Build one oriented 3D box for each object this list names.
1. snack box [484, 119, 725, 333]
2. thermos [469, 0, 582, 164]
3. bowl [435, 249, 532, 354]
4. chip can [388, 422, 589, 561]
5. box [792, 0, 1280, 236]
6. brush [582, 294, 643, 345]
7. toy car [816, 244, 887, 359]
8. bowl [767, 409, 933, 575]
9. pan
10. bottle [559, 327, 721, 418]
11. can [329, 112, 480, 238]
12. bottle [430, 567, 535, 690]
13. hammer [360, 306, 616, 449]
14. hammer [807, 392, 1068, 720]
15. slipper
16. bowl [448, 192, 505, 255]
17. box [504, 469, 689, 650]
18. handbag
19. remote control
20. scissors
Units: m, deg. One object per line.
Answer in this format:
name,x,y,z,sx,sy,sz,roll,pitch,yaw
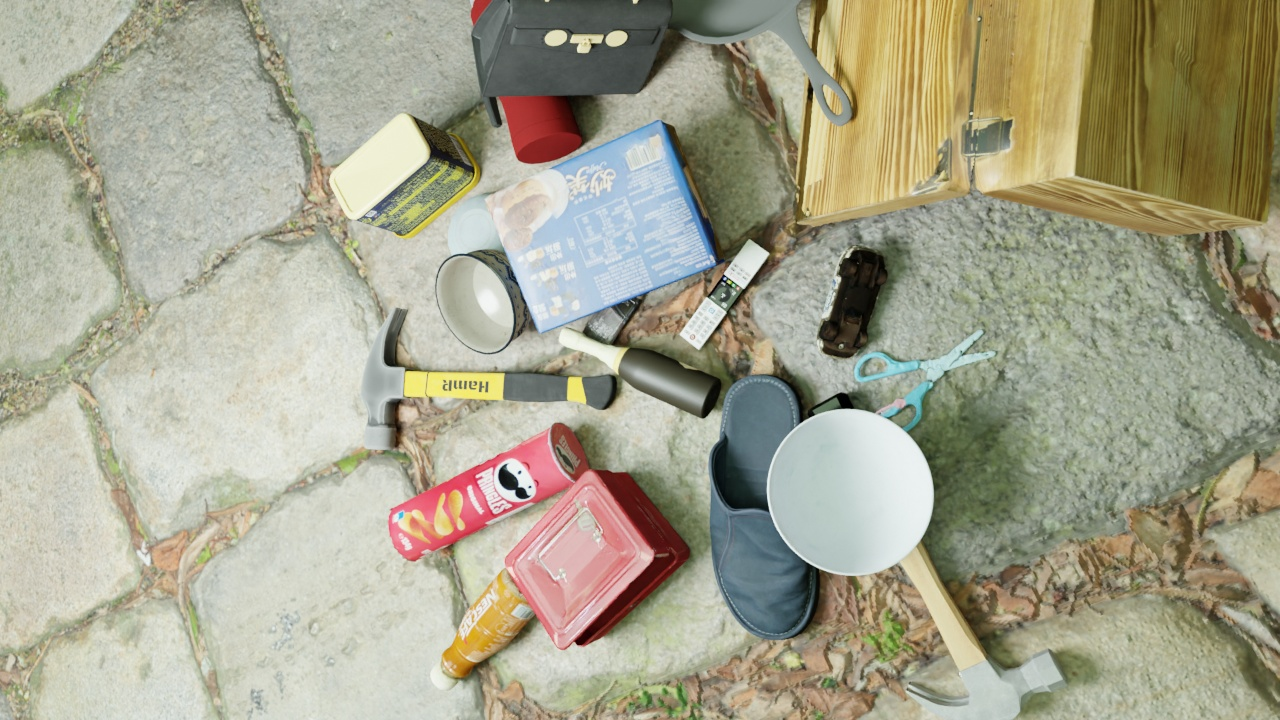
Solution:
snack box,-0.036,-0.136,0.952,0.203,0.069,0.155,-21,96,16
thermos,-0.138,-0.324,1.032,0.108,0.083,0.198,-22,81,36
bowl,-0.164,-0.071,1.013,0.116,0.059,0.116,17,122,29
chip can,-0.173,0.149,1.022,0.233,0.073,0.073,-27,77,19
box,0.324,-0.260,0.827,0.337,0.285,0.279,7,90,64
brush,-0.015,-0.074,1.003,0.039,0.012,0.151,38,101,17
toy car,0.204,-0.057,0.901,0.048,0.040,0.113,13,99,-18
bowl,0.183,0.120,0.834,0.144,0.074,0.144,0,80,1
pan,0.132,-0.362,0.920,0.217,0.024,0.354,-35,61,24
bottle,-0.006,0.006,0.974,0.185,0.045,0.045,23,95,19
can,-0.273,-0.212,1.063,0.135,0.104,0.075,-35,75,16
bottle,-0.175,0.302,1.020,0.059,0.059,0.167,45,106,18
hammer,-0.180,0.025,1.056,0.325,0.034,0.169,2,86,20
hammer,0.257,0.182,0.870,0.131,0.039,0.328,-32,76,18
slipper,0.115,0.146,0.903,0.109,0.083,0.265,-2,88,19
bowl,-0.180,-0.145,1.058,0.106,0.039,0.106,-1,86,21
box,-0.046,0.207,0.964,0.158,0.097,0.129,-46,68,17
handbag,-0.057,-0.338,0.900,0.175,0.196,0.072,-8,82,-22
remote control,0.089,-0.068,0.962,0.028,0.011,0.124,39,101,19
scissors,0.269,0.003,0.891,0.142,0.015,0.095,-42,73,8
